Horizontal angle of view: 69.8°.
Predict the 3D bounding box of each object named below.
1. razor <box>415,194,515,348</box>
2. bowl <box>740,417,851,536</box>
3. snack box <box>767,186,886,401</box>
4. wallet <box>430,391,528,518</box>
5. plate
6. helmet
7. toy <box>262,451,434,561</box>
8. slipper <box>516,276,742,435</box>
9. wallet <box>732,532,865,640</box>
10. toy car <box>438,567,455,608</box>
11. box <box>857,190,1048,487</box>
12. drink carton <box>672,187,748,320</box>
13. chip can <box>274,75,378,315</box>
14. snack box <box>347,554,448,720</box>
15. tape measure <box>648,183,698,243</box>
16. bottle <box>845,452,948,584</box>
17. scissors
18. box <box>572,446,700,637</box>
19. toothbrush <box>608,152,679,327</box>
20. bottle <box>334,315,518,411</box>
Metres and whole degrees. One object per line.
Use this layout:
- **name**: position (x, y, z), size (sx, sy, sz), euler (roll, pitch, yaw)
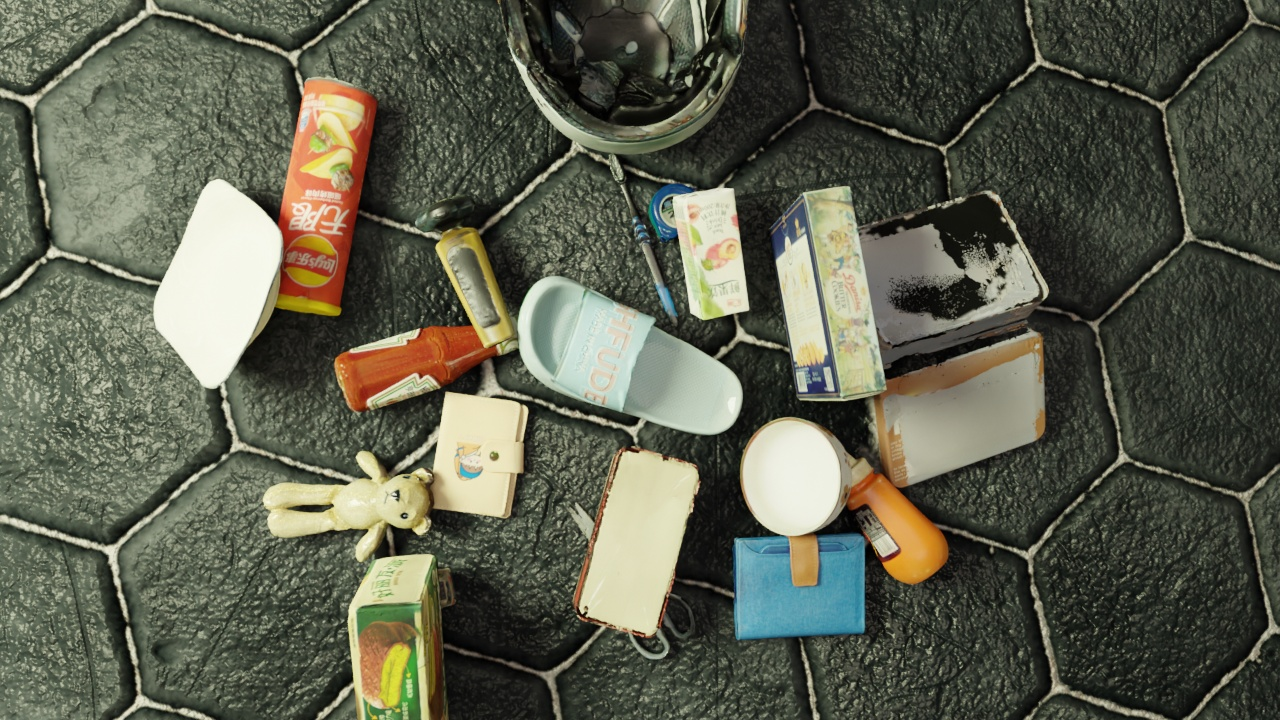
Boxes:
- **razor**: position (-0.162, -0.085, 0.868), size (0.062, 0.068, 0.167), euler (-25, 71, -3)
- **bowl**: position (0.161, 0.113, 0.901), size (0.062, 0.114, 0.113), euler (4, 86, -47)
- **snack box**: position (0.169, -0.055, 0.860), size (0.046, 0.178, 0.182), euler (-9, 89, -2)
- **wallet**: position (-0.157, 0.093, 0.899), size (0.087, 0.024, 0.115), euler (9, 86, -7)
- **plate**: position (-0.377, -0.069, 0.841), size (0.164, 0.034, 0.164), euler (37, 103, 34)
- **helmet**: position (-0.015, -0.313, 0.865), size (0.230, 0.157, 0.273), euler (-8, 78, -4)
- **toy**: position (-0.273, 0.135, 0.864), size (0.157, 0.066, 0.105), euler (-4, 71, -1)
- **slipper**: position (-0.005, 0.005, 0.879), size (0.245, 0.074, 0.104), euler (25, 85, -17)
- **wallet**: position (0.160, 0.225, 0.920), size (0.133, 0.040, 0.106), euler (-1, 92, -7)
- **toy car**: position (-0.225, 0.225, 0.881), size (0.090, 0.035, 0.042), euler (-9, 87, -4)
- **box**: position (0.303, -0.019, 0.911), size (0.179, 0.126, 0.273), euler (-17, 94, -7)
- **drink carton**: position (0.069, -0.105, 0.905), size (0.053, 0.045, 0.122), euler (-14, 108, -14)
- **chip can**: position (-0.301, -0.152, 0.870), size (0.073, 0.073, 0.216), euler (11, 86, -5)
- **snack box**: position (-0.209, 0.306, 0.818), size (0.063, 0.114, 0.240), euler (-3, 100, -5)
- **tape measure**: position (0.036, -0.151, 0.928), size (0.058, 0.025, 0.054), euler (-25, 90, -16)
- **bottle**: position (0.241, 0.151, 0.921), size (0.066, 0.067, 0.149), euler (-38, 84, -6)
- **scissors**: position (-0.021, 0.222, 0.913), size (0.175, 0.014, 0.135), euler (20, 85, -4)
- **box**: position (-0.001, 0.172, 0.876), size (0.091, 0.080, 0.168), euler (16, 81, -3)
- **toothbrush**: position (0.004, -0.122, 0.929), size (0.014, 0.016, 0.189), euler (-20, 91, 1)
- **bottle**: position (-0.185, -0.007, 0.884), size (0.206, 0.060, 0.060), euler (-18, 89, -12)
